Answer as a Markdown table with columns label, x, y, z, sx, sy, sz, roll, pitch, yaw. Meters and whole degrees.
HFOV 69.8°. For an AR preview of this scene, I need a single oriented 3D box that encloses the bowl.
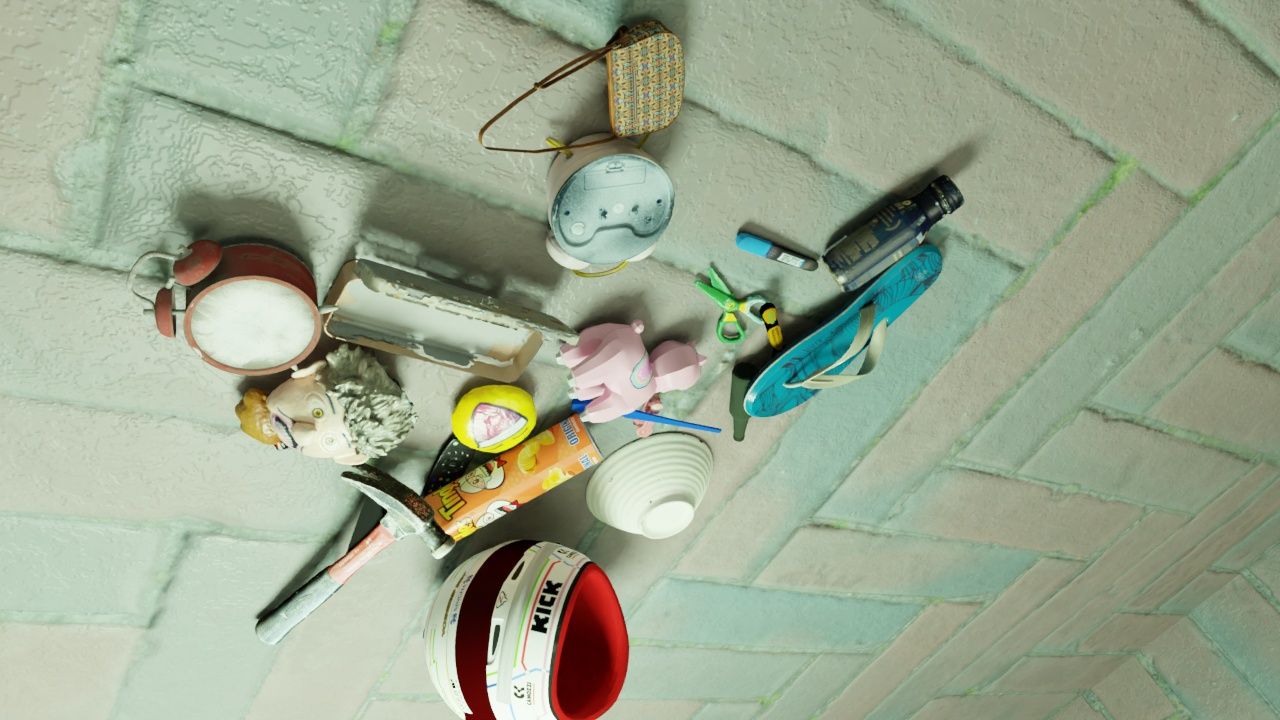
| label | x | y | z | sx | sy | sz | roll | pitch | yaw |
| --- | --- | --- | --- | --- | --- | --- | --- | --- | --- |
| bowl | 0.023 | 0.180 | 1.186 | 0.177 | 0.070 | 0.178 | -13 | 135 | -13 |

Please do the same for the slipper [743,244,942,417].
| label | x | y | z | sx | sy | sz | roll | pitch | yaw |
| --- | --- | --- | --- | --- | --- | --- | --- | --- | --- |
| slipper | 0.253 | -0.018 | 1.092 | 0.295 | 0.060 | 0.118 | -42 | 147 | 9 |

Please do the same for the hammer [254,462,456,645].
| label | x | y | z | sx | sy | sz | roll | pitch | yaw |
| --- | --- | --- | --- | --- | --- | --- | --- | --- | --- |
| hammer | -0.359 | 0.241 | 1.066 | 0.327 | 0.036 | 0.140 | -39 | 97 | 27 |

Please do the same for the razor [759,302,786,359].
| label | x | y | z | sx | sy | sz | roll | pitch | yaw |
| --- | --- | --- | --- | --- | --- | --- | --- | --- | --- |
| razor | 0.160 | -0.027 | 1.078 | 0.044 | 0.021 | 0.144 | -27 | 147 | 2 |

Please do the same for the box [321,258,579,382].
| label | x | y | z | sx | sy | sz | roll | pitch | yaw |
| --- | --- | --- | --- | --- | --- | --- | --- | --- | --- |
| box | -0.179 | -0.030 | 0.874 | 0.217 | 0.094 | 0.121 | 17 | 126 | -35 |

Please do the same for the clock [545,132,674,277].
| label | x | y | z | sx | sy | sz | roll | pitch | yaw |
| --- | --- | --- | --- | --- | --- | --- | --- | --- | --- |
| clock | -0.033 | -0.139 | 0.862 | 0.116 | 0.058 | 0.158 | -11 | 135 | -14 |

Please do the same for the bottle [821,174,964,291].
| label | x | y | z | sx | sy | sz | roll | pitch | yaw |
| --- | --- | --- | --- | --- | --- | --- | --- | --- | --- |
| bottle | 0.276 | -0.140 | 1.005 | 0.161 | 0.056 | 0.056 | -36 | 136 | 11 |

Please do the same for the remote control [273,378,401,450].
| label | x | y | z | sx | sy | sz | roll | pitch | yaw |
| --- | --- | --- | --- | --- | --- | --- | --- | --- | --- |
| remote control | -0.314 | 0.054 | 0.945 | 0.140 | 0.021 | 0.045 | -16 | 125 | -4 |

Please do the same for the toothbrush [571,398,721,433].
| label | x | y | z | sx | sy | sz | roll | pitch | yaw |
| --- | --- | --- | --- | --- | --- | --- | --- | --- | --- |
| toothbrush | 0.009 | 0.066 | 1.083 | 0.186 | 0.011 | 0.017 | 11 | 125 | -16 |

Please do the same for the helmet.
| label | x | y | z | sx | sy | sz | roll | pitch | yaw |
| --- | --- | --- | --- | --- | --- | --- | --- | --- | --- |
| helmet | -0.154 | 0.344 | 1.145 | 0.236 | 0.230 | 0.315 | 5 | 148 | 20 |

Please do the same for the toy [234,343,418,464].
| label | x | y | z | sx | sy | sz | roll | pitch | yaw |
| --- | --- | --- | --- | --- | --- | --- | --- | --- | --- |
| toy | -0.309 | 0.051 | 0.891 | 0.176 | 0.076 | 0.133 | -10 | 116 | 4 |

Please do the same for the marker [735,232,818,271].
| label | x | y | z | sx | sy | sz | roll | pitch | yaw |
| --- | --- | --- | --- | --- | --- | --- | --- | --- | --- |
| marker | 0.150 | -0.117 | 1.000 | 0.122 | 0.015 | 0.018 | 13 | 128 | -37 |

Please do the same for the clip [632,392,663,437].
| label | x | y | z | sx | sy | sz | roll | pitch | yaw |
| --- | --- | --- | --- | --- | --- | --- | --- | --- | --- |
| clip | 0.011 | 0.069 | 1.098 | 0.022 | 0.039 | 0.059 | 8 | 124 | -23 |

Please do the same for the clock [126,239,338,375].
| label | x | y | z | sx | sy | sz | roll | pitch | yaw |
| --- | --- | --- | --- | --- | --- | --- | --- | --- | --- |
| clock | -0.354 | -0.054 | 0.793 | 0.156 | 0.062 | 0.110 | 22 | 120 | -38 |

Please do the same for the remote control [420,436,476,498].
| label | x | y | z | sx | sy | sz | roll | pitch | yaw |
| --- | --- | --- | --- | --- | --- | --- | --- | --- | --- |
| remote control | -0.228 | 0.133 | 1.068 | 0.039 | 0.010 | 0.125 | 12 | 125 | -33 |

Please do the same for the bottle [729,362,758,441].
| label | x | y | z | sx | sy | sz | roll | pitch | yaw |
| --- | --- | --- | --- | --- | --- | --- | --- | --- | --- |
| bottle | 0.126 | 0.056 | 1.142 | 0.033 | 0.033 | 0.123 | -14 | 136 | -13 |

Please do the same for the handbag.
| label | x | y | z | sx | sy | sz | roll | pitch | yaw |
| --- | --- | --- | --- | --- | --- | --- | --- | --- | --- |
| handbag | -0.051 | -0.216 | 0.764 | 0.195 | 0.043 | 0.094 | -28 | 141 | -23 |

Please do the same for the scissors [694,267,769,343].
| label | x | y | z | sx | sy | sz | roll | pitch | yaw |
| --- | --- | --- | --- | --- | --- | --- | --- | --- | --- |
| scissors | 0.107 | -0.070 | 1.027 | 0.078 | 0.013 | 0.132 | -31 | 137 | 3 |

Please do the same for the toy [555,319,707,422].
| label | x | y | z | sx | sy | sz | roll | pitch | yaw |
| --- | --- | --- | --- | --- | --- | --- | --- | --- | --- |
| toy | -0.006 | 0.006 | 1.010 | 0.157 | 0.067 | 0.123 | -22 | 136 | -10 |

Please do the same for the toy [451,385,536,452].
| label | x | y | z | sx | sy | sz | roll | pitch | yaw |
| --- | --- | --- | --- | --- | --- | --- | --- | --- | --- |
| toy | -0.161 | 0.063 | 1.010 | 0.095 | 0.041 | 0.094 | -29 | 133 | 7 |

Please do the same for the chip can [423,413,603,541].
| label | x | y | z | sx | sy | sz | roll | pitch | yaw |
| --- | --- | --- | --- | --- | --- | --- | --- | --- | --- |
| chip can | -0.149 | 0.138 | 1.061 | 0.210 | 0.062 | 0.062 | -29 | 137 | -2 |
